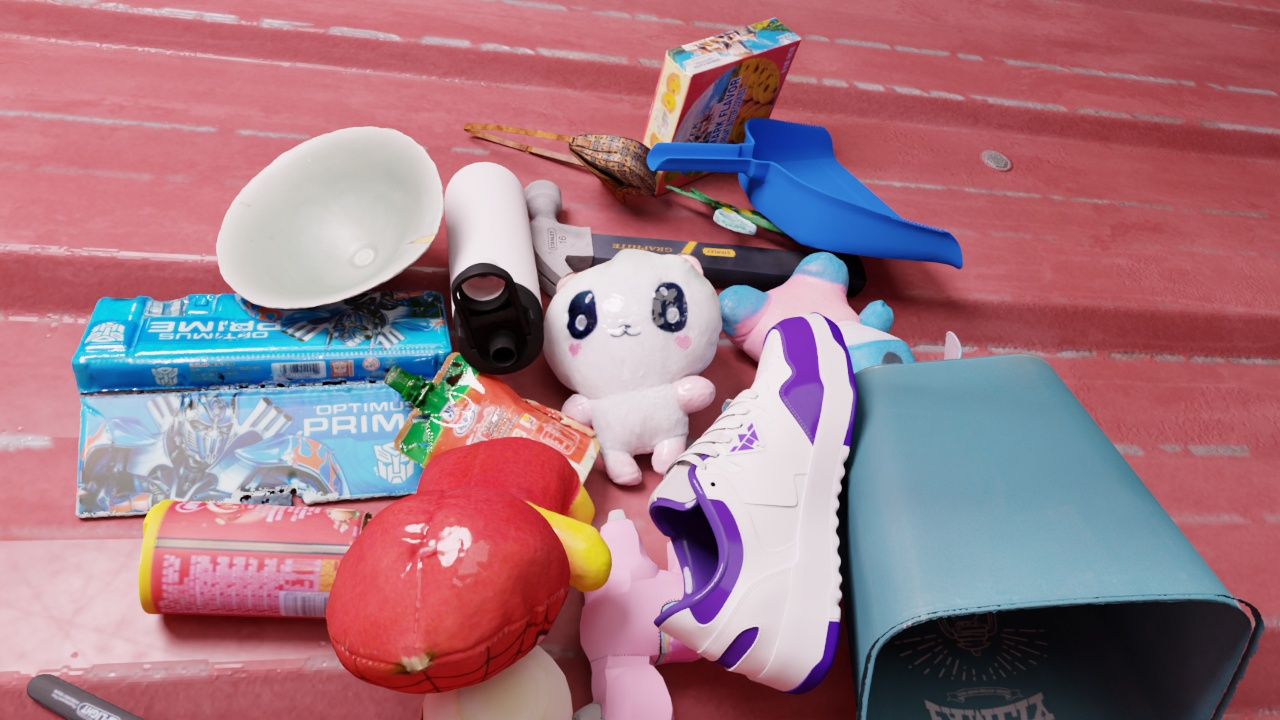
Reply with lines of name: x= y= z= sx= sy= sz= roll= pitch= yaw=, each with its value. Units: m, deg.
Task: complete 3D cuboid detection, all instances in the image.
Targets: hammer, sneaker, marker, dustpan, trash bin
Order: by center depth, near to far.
marker: x=-0.285 y=0.204 z=0.508 sx=0.123 sy=0.015 sz=0.018 roll=23 pitch=51 yaw=6
sneaker: x=0.062 y=0.072 z=0.568 sx=0.111 sy=0.092 sz=0.243 roll=15 pitch=60 yaw=-9
trash bin: x=0.214 y=0.124 z=0.573 sx=0.196 sy=0.199 sz=0.218 roll=-4 pitch=39 yaw=3
hammer: x=0.053 y=-0.092 z=0.823 sx=0.312 sy=0.035 sz=0.139 roll=2 pitch=51 yaw=-14
dustpan: x=0.128 y=-0.162 z=0.837 sx=0.257 sy=0.060 sz=0.245 roll=-4 pitch=36 yaw=-19

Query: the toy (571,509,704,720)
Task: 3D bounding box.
toy: x=0.012 y=0.174 z=0.579 sx=0.123 sy=0.067 sz=0.157 roll=1 pitch=57 yaw=-17

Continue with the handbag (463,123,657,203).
handbag: x=-0.080 y=-0.189 z=0.844 sx=0.196 sy=0.093 sz=0.043 roll=16 pitch=89 yaw=16

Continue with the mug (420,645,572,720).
mug: x=-0.093 y=0.203 z=0.510 sx=0.111 sy=0.089 sz=0.085 roll=-5 pitch=54 yaw=-18

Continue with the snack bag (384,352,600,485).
snack bag: x=-0.108 y=0.049 z=0.637 sx=0.155 sy=0.044 sz=0.087 roll=31 pitch=63 yaw=-7

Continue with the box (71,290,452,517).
box: x=-0.255 y=0.014 z=0.640 sx=0.243 sy=0.060 sz=0.175 roll=-2 pitch=53 yaw=-16

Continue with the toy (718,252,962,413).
toy: x=0.140 y=0.000 z=0.733 sx=0.223 sy=0.099 sz=0.191 roll=-14 pitch=51 yaw=-24

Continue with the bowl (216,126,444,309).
bowl: x=-0.220 y=-0.090 z=0.688 sx=0.174 sy=0.068 sz=0.174 roll=-6 pitch=58 yaw=9

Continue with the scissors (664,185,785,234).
scissors: x=0.071 y=-0.139 z=0.848 sx=0.132 sy=0.012 sz=0.108 roll=23 pitch=23 yaw=16

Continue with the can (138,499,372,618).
can: x=-0.230 y=0.121 z=0.555 sx=0.124 sy=0.067 sz=0.066 roll=5 pitch=51 yaw=-11

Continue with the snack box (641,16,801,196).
snack box: x=0.070 y=-0.240 z=0.874 sx=0.144 sy=0.143 sz=0.040 roll=-28 pitch=65 yaw=-31

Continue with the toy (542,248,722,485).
toy: x=-0.004 y=0.004 z=0.695 sx=0.139 sy=0.101 sz=0.179 roll=-7 pitch=70 yaw=6

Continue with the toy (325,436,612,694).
toy: x=-0.096 y=0.106 z=0.511 sx=0.147 sy=0.216 sz=0.099 roll=-17 pitch=98 yaw=6

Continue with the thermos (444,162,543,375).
thermos: x=-0.117 y=-0.087 z=0.698 sx=0.068 sy=0.101 sz=0.229 roll=-14 pitch=39 yaw=-2
